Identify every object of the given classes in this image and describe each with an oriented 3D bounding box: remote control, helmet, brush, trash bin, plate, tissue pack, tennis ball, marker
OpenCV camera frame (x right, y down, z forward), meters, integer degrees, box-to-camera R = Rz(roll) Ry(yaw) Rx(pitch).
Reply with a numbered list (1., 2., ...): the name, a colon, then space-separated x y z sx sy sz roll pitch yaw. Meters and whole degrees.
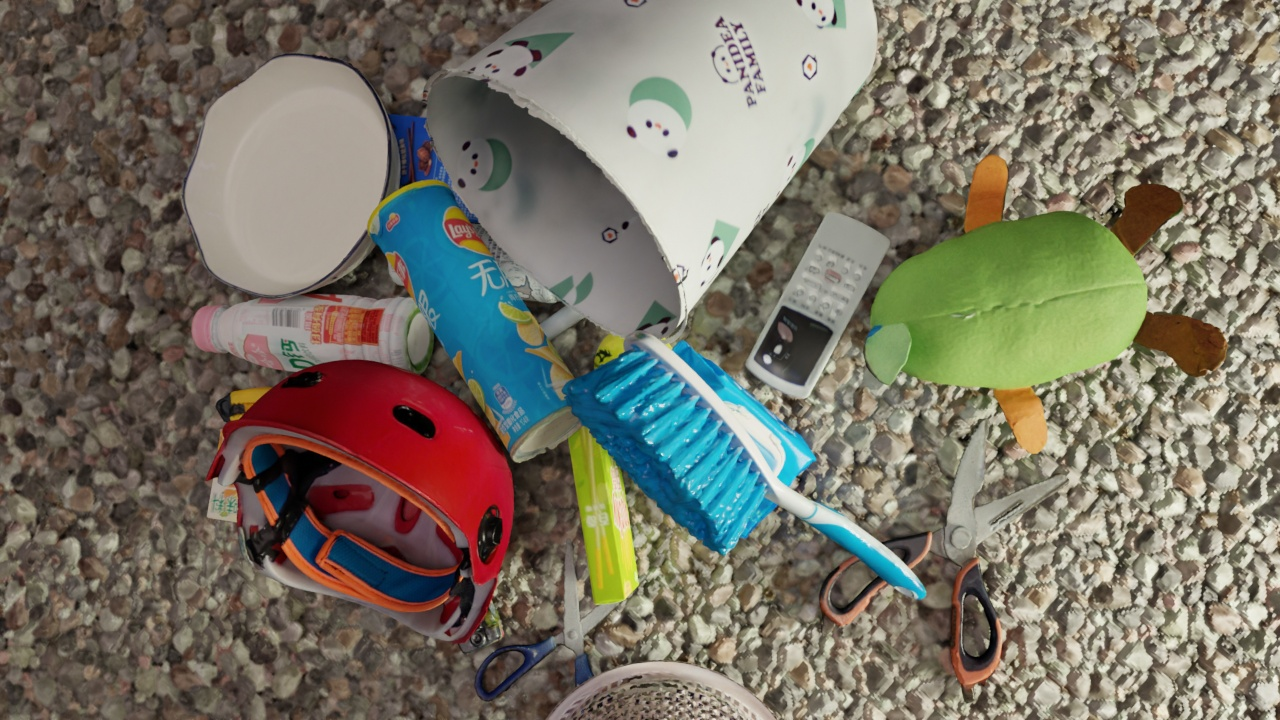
1. remote control: 0.142 -0.044 0.737 0.058 0.021 0.150 28 90 8
2. helmet: -0.182 0.078 0.659 0.207 0.241 0.143 17 48 7
3. brush: 0.085 0.098 0.647 0.314 0.061 0.109 48 59 -11
4. trash bin: 0.019 -0.177 0.640 0.229 0.230 0.251 40 72 7
5. plate: -0.286 -0.150 0.766 0.205 0.045 0.204 -3 81 18
6. tissue pack: 0.058 0.064 0.702 0.157 0.052 0.095 41 93 -21
7. trash bin: 0.012 0.350 0.637 0.227 0.192 0.227 0 90 4
8. tennis ball: -0.004 0.004 0.729 0.065 0.065 0.065 0 87 7
9. marker: -0.082 -0.023 0.764 0.131 0.022 0.018 -35 47 5

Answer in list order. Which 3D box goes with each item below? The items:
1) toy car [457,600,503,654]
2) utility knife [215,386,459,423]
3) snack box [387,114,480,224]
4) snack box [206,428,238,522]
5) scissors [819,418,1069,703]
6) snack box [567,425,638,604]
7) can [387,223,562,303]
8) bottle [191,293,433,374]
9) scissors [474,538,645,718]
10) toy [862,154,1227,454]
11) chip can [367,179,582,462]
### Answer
1. toy car: -0.144 0.192 0.752 0.042 0.035 0.090 -27 75 4
2. utility knife: -0.261 0.035 0.785 0.219 0.015 0.033 -4 89 7
3. snack box: -0.151 -0.158 0.776 0.157 0.026 0.084 8 87 8
4. snack box: -0.284 0.106 0.778 0.156 0.027 0.077 7 88 7
5. scissors: 0.236 0.154 0.718 0.189 0.015 0.225 1 86 7
6. snack box: -0.030 0.105 0.714 0.026 0.086 0.156 -10 82 7
7. can: -0.129 -0.082 0.754 0.147 0.058 0.058 7 88 7
8. bottle: -0.276 -0.022 0.767 0.197 0.068 0.068 2 87 11
9. scissors: -0.061 0.237 0.751 0.162 0.012 0.175 -18 83 5
10. toy: 0.287 -0.044 0.685 0.247 0.090 0.227 -9 85 10
11. chip can: -0.118 -0.031 0.671 0.071 0.071 0.210 -36 75 4
